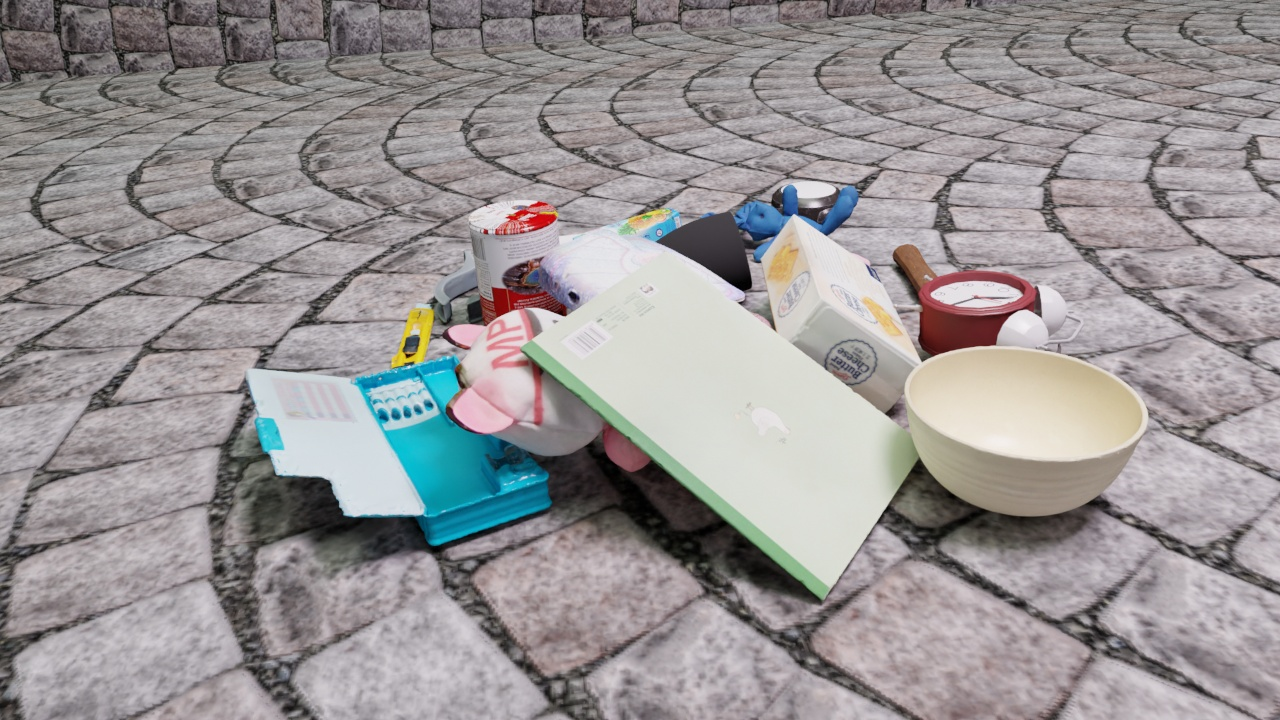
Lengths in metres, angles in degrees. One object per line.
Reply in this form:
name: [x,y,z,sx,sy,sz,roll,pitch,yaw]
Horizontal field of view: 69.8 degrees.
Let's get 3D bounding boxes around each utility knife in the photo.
utility knife: [-0.224,-0.023,0.907,0.030,0.017,0.162,2,24,-8]

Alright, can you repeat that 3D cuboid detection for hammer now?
hammer: [0.291,-0.043,0.861,0.115,0.033,0.322,-5,27,2]

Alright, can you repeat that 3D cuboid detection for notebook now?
notebook: [0.064,0.028,0.641,0.252,0.010,0.181,39,43,13]

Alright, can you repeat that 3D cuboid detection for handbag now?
handbag: [0.001,-0.061,0.836,0.126,0.069,0.158,-15,39,-42]

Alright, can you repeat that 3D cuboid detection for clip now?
clip: [-0.162,-0.084,1.001,0.107,0.028,0.163,0,29,3]

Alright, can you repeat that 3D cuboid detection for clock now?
clock: [0.208,-0.193,1.141,0.091,0.044,0.122,2,28,11]
clock: [0.288,-0.036,0.757,0.138,0.048,0.096,12,32,36]

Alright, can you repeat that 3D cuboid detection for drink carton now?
drink carton: [-0.016,-0.142,1.062,0.128,0.039,0.044,-19,23,-11]

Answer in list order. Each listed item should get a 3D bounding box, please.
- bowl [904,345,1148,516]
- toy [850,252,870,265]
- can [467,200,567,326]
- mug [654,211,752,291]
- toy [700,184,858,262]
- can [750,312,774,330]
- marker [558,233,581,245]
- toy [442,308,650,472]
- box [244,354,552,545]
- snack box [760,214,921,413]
bowl: [0.256,0.056,0.627,0.151,0.075,0.150,-3,29,2]
toy: [0.187,-0.091,0.938,0.096,0.053,0.098,-1,21,21]
can: [-0.119,-0.089,0.906,0.086,0.116,0.086,-3,28,1]
mug: [0.055,-0.099,0.959,0.100,0.085,0.119,-16,-2,2]
toy: [0.164,-0.164,1.066,0.176,0.071,0.112,-2,27,20]
can: [0.091,0.008,0.753,0.063,0.063,0.114,-5,28,-3]
marker: [-0.076,-0.137,1.094,0.133,0.023,0.027,-7,50,-7]
toy: [-0.037,0.022,0.669,0.213,0.084,0.141,8,42,-19]
box: [-0.190,0.062,0.694,0.185,0.056,0.227,-6,26,-28]
snack box: [0.168,-0.047,0.802,0.104,0.058,0.207,31,24,-13]
